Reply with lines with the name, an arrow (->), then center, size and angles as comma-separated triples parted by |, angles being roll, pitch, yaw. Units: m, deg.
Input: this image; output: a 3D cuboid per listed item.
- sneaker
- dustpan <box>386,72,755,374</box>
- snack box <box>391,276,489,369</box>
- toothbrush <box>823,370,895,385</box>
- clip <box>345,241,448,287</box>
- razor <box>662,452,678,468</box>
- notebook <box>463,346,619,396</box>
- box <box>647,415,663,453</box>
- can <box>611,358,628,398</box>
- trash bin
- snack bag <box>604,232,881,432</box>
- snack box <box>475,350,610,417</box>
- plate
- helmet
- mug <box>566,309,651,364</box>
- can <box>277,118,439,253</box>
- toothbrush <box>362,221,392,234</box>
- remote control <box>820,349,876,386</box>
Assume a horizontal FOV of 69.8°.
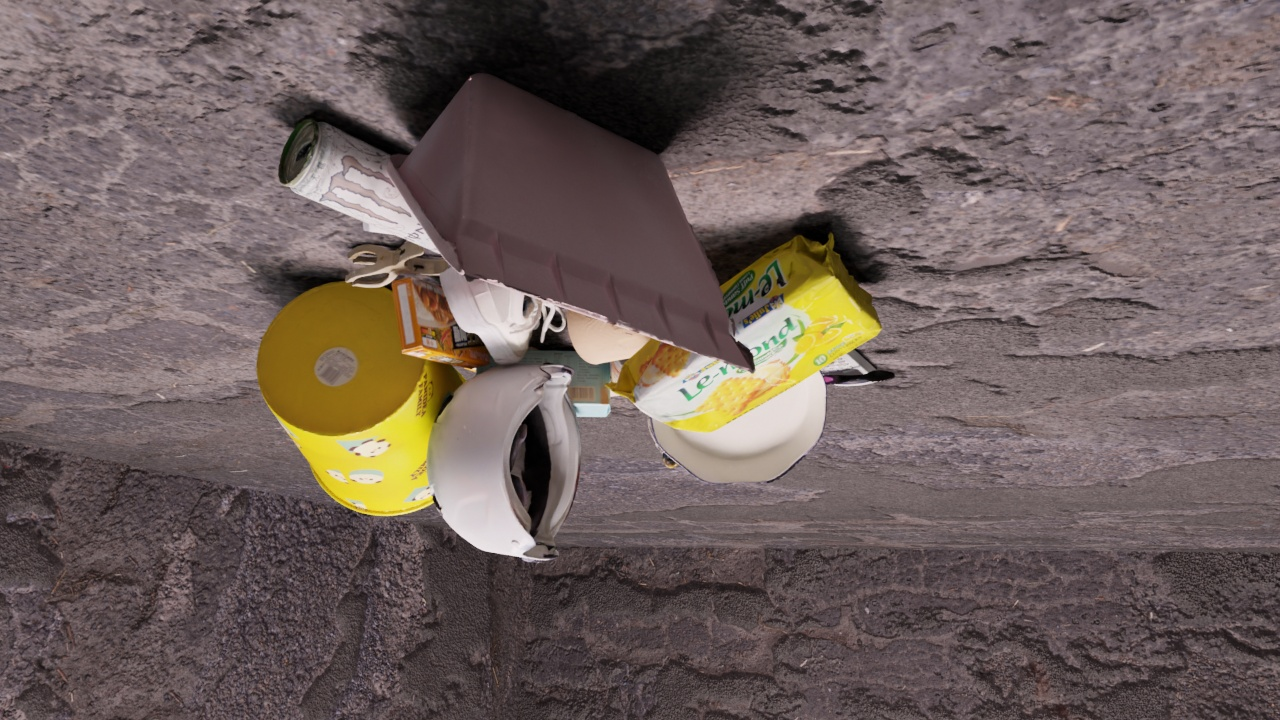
sneaker -> -0.131, -0.058, 0.938 | 0.091, 0.089, 0.242 | -21, 171, -2
dustpan -> -0.068, -0.077, 0.647 | 0.222, 0.272, 0.139 | 20, 133, -33
snack box -> -0.208, -0.037, 0.972 | 0.026, 0.075, 0.153 | -13, 170, 15
toothbrush -> 0.219, 0.025, 1.124 | 0.190, 0.014, 0.017 | -5, 171, 33
clip -> -0.246, -0.097, 0.921 | 0.099, 0.034, 0.066 | -7, 159, 11
razor -> 0.090, 0.117, 1.350 | 0.062, 0.067, 0.167 | -17, -174, 41
notebook -> -0.125, 0.025, 1.302 | 0.146, 0.010, 0.206 | -11, 156, 41
box -> 0.038, 0.095, 1.356 | 0.076, 0.087, 0.163 | 20, 165, 4
can -> -0.007, 0.007, 1.129 | 0.058, 0.058, 0.116 | 5, 162, 0
trash bin -> -0.320, 0.044, 1.095 | 0.229, 0.229, 0.256 | 5, 157, 0
snack bag -> 0.102, -0.018, 0.870 | 0.247, 0.068, 0.158 | -34, 149, 18
snack box -> -0.125, 0.030, 1.179 | 0.175, 0.074, 0.052 | 1, 156, -6
plate -> 0.112, 0.050, 1.068 | 0.205, 0.205, 0.045 | 6, -155, -2
helmet -> -0.160, 0.112, 1.049 | 0.146, 0.229, 0.258 | 4, 177, 8
mug -> -0.018, -0.057, 0.919 | 0.104, 0.084, 0.125 | -8, 132, 32
can -> -0.207, -0.136, 0.733 | 0.058, 0.058, 0.146 | -11, 157, 42
toothbrush -> -0.137, -0.116, 0.831 | 0.221, 0.026, 0.026 | 7, 141, -6
remote control -> 0.237, 0.002, 1.108 | 0.058, 0.021, 0.150 | -6, 159, 32
